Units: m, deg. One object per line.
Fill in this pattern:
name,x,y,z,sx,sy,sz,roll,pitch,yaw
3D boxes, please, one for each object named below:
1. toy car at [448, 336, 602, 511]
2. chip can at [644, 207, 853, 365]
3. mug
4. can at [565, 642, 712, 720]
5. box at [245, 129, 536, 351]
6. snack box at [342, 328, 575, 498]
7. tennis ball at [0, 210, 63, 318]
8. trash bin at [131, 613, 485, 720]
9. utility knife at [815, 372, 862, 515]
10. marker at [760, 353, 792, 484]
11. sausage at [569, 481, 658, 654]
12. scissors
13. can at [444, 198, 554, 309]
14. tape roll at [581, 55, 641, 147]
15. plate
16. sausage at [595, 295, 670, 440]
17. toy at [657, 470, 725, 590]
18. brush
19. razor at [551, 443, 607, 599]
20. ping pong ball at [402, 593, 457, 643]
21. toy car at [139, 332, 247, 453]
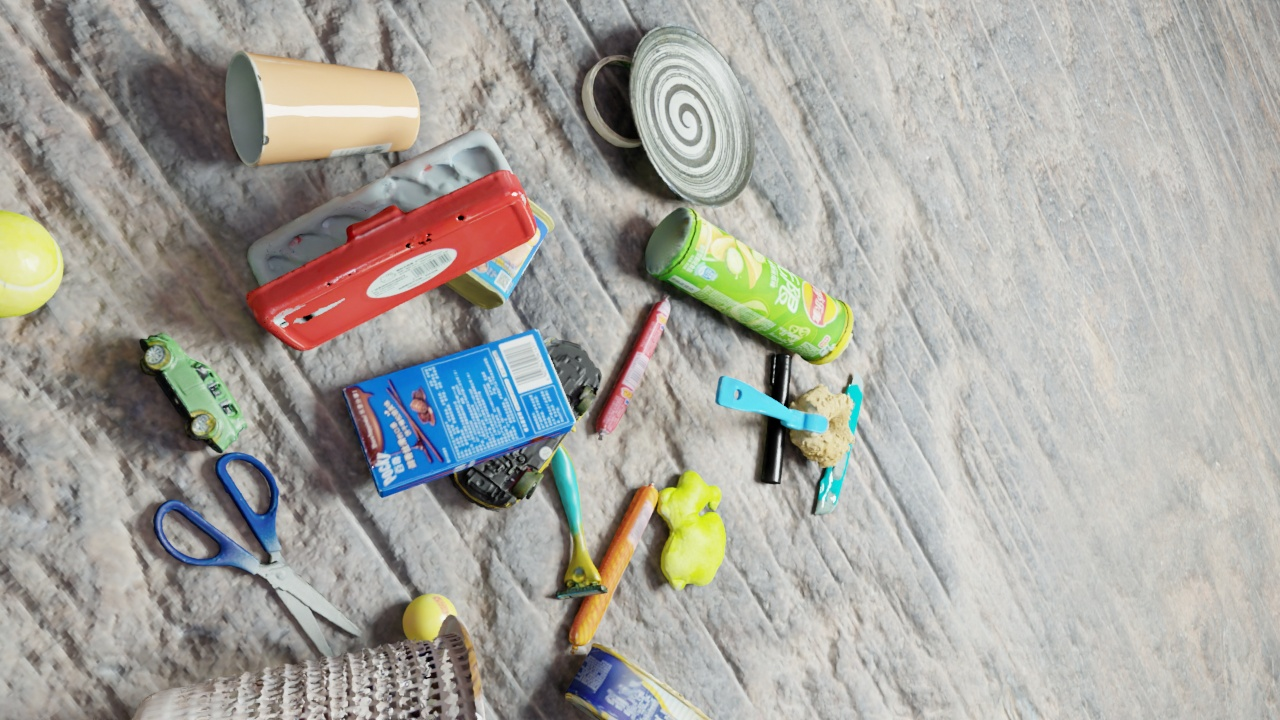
toy car,-0.090,0.051,0.748,0.071,0.041,0.155,36,66,-1
chip can,0.106,-0.069,0.883,0.221,0.073,0.072,26,70,-28
mug,-0.231,-0.184,0.678,0.122,0.078,0.078,-11,89,-39
can,0.005,0.295,0.763,0.148,0.075,0.049,43,65,-22
box,-0.183,-0.093,0.656,0.201,0.095,0.098,-28,70,-3
snack box,-0.137,0.038,0.702,0.157,0.026,0.084,-18,76,-21
tennis ball,-0.389,-0.059,0.558,0.065,0.066,0.065,5,80,-33
trash bin,-0.206,0.275,0.559,0.192,0.228,0.227,3,81,-20
utility knife,0.212,0.087,0.966,0.029,0.013,0.164,29,68,-28
marker,0.136,0.058,0.916,0.022,0.020,0.132,14,75,-23
sausage,-0.023,0.176,0.793,0.021,0.021,0.164,39,64,-23
scissors,-0.256,0.138,0.651,0.170,0.012,0.141,24,71,-30
can,-0.134,-0.103,0.739,0.102,0.057,0.083,37,67,-23
tape roll,-0.015,-0.244,0.863,0.085,0.014,0.085,5,80,-32
plate,0.047,-0.233,0.885,0.179,0.024,0.179,9,78,-44
sausage,-0.005,0.005,0.831,0.020,0.020,0.155,37,65,-24
toy,0.049,0.157,0.838,0.096,0.031,0.100,-34,102,-34
brush,0.139,0.050,0.860,0.254,0.046,0.083,20,79,-54
razor,-0.058,0.133,0.772,0.028,0.043,0.132,-1,79,-73
ping pong ball,-0.158,0.196,0.689,0.040,0.040,0.040,5,80,-33
toy car,-0.302,0.020,0.618,0.036,0.043,0.091,-40,107,-28
